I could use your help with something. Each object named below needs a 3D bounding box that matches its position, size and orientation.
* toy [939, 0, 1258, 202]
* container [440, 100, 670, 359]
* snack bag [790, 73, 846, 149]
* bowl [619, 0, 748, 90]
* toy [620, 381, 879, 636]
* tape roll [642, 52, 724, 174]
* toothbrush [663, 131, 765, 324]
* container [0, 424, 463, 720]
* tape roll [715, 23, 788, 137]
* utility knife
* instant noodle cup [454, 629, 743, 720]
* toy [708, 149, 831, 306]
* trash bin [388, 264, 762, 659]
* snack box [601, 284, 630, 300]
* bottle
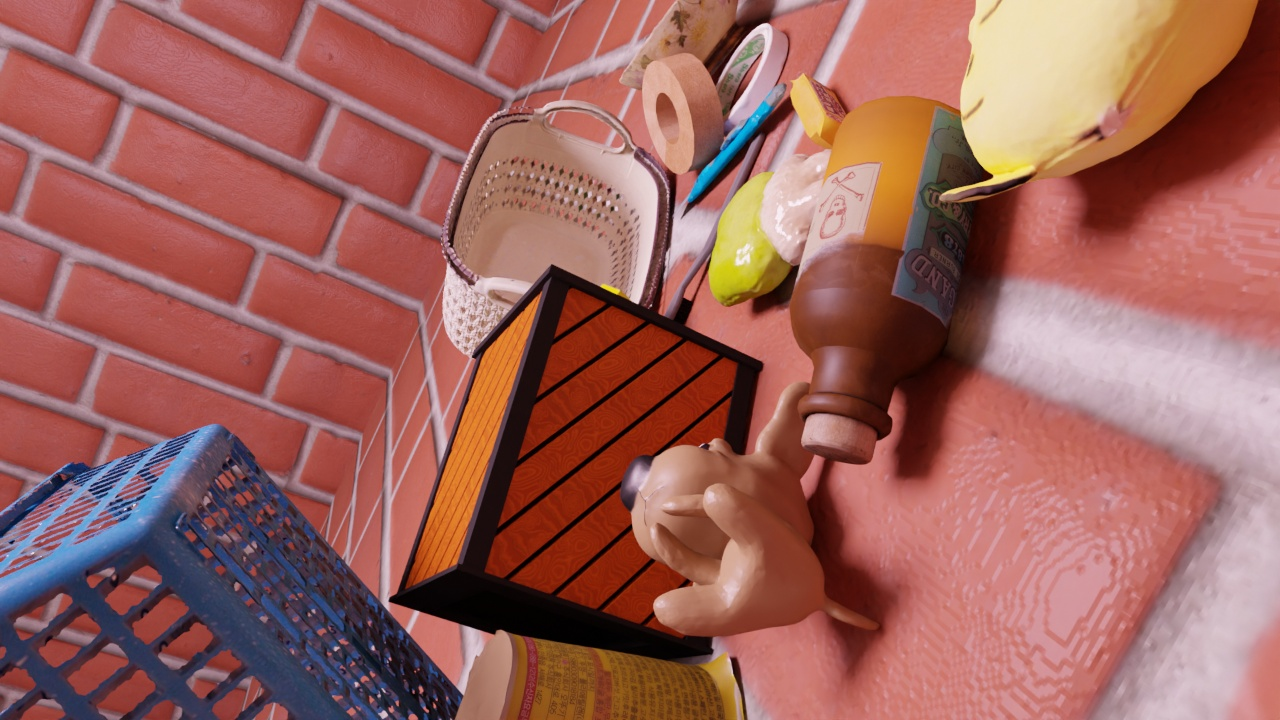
[{"bbox_3d":[0.172,-0.162,0.340,0.149,0.084,0.213,109,173,-58],"label":"toy"},{"bbox_3d":[-0.078,-0.100,0.811,0.144,0.184,0.250,117,166,-48],"label":"container"},{"bbox_3d":[0.114,-0.157,0.580,0.020,0.026,0.099,-55,21,30],"label":"snack bag"},{"bbox_3d":[0.049,-0.286,0.818,0.145,0.063,0.145,-50,7,8],"label":"bowl"},{"bbox_3d":[0.043,0.076,0.401,0.108,0.105,0.134,-103,35,-77],"label":"toy"},{"bbox_3d":[0.034,-0.203,0.760,0.094,0.027,0.094,57,159,36],"label":"tape roll"},{"bbox_3d":[0.055,-0.096,0.687,0.167,0.013,0.013,-65,18,-1],"label":"toothbrush"},{"bbox_3d":[-0.151,0.189,0.451,0.089,0.362,0.257,-38,16,-10],"label":"container"},{"bbox_3d":[0.086,-0.228,0.750,0.094,0.018,0.093,-54,22,34],"label":"tape roll"},{"bbox_3d":[0.067,-0.163,0.721,0.031,0.015,0.175,-58,7,-35],"label":"utility knife"},{"bbox_3d":[-0.025,0.177,0.424,0.101,0.112,0.100,-52,24,35],"label":"instant noodle cup"},{"bbox_3d":[0.083,-0.084,0.552,0.118,0.043,0.092,-37,32,50],"label":"toy"},{"bbox_3d":[-0.038,0.071,0.540,0.140,0.139,0.171,-36,35,56],"label":"trash bin"},{"bbox_3d":[-0.058,0.012,0.655,0.148,0.040,0.029,-48,31,-9],"label":"snack box"},{"bbox_3d":[0.102,-0.032,0.398,0.068,0.068,0.156,-22,47,64],"label":"bottle"}]
